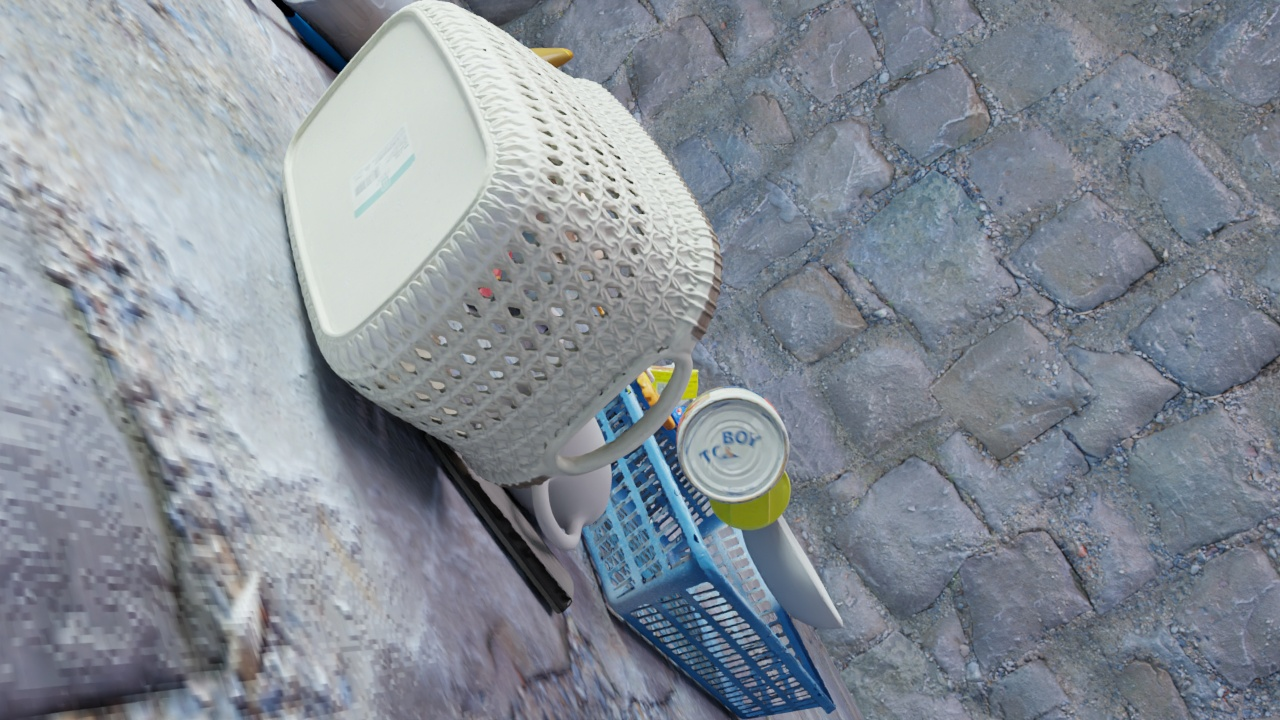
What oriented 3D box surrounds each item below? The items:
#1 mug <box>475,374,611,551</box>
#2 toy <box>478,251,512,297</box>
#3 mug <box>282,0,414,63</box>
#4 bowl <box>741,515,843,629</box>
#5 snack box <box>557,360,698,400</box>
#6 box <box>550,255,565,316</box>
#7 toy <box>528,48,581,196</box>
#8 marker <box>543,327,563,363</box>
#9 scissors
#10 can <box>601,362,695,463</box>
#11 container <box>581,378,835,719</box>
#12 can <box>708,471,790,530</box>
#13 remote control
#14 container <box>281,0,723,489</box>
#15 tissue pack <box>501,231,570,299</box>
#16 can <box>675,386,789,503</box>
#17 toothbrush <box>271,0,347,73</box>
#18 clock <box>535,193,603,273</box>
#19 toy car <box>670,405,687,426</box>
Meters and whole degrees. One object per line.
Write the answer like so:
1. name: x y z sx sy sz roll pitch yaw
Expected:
1. mug: -0.053 0.076 0.574 0.107 0.071 0.089 -100 170 -50
2. toy: -0.136 -0.086 0.784 0.103 0.046 0.084 74 17 -79
3. mug: -0.262 -0.314 0.772 0.124 0.084 0.104 36 -1 18
4. bowl: 0.130 0.186 0.845 0.149 0.043 0.149 59 4 -8
5. snack box: -0.015 0.018 0.911 0.040 0.148 0.029 -3 96 -55
6. box: -0.108 -0.116 1.062 0.137 0.126 0.108 52 3 22
7. toy: -0.159 -0.205 0.777 0.162 0.199 0.203 41 16 32
8. marker: -0.094 -0.017 0.964 0.025 0.025 0.125 59 5 -11
9. scissors: -0.005 0.001 0.762 0.125 0.011 0.127 60 4 -4
10. can: 0.005 0.052 0.953 0.064 0.127 0.064 59 5 -8
11. container: 0.040 0.171 0.818 0.362 0.089 0.257 55 6 -48
12. can: 0.088 0.095 0.789 0.067 0.068 0.105 59 8 -13
13. remote control: -0.080 0.088 0.524 0.136 0.013 0.033 56 5 -18
14. container: -0.083 -0.068 0.476 0.142 0.185 0.246 30 21 -45
15. tissue pack: -0.139 -0.133 0.951 0.182 0.070 0.112 57 5 -2
16. can: 0.070 0.065 0.707 0.086 0.086 0.043 59 5 -3
17. toothbrush: -0.263 -0.258 0.712 0.167 0.014 0.014 46 48 -81
18. clock: -0.081 -0.176 0.934 0.131 0.086 0.160 47 18 -57
19. toy car: 0.058 0.047 0.831 0.033 0.062 0.092 61 5 10
